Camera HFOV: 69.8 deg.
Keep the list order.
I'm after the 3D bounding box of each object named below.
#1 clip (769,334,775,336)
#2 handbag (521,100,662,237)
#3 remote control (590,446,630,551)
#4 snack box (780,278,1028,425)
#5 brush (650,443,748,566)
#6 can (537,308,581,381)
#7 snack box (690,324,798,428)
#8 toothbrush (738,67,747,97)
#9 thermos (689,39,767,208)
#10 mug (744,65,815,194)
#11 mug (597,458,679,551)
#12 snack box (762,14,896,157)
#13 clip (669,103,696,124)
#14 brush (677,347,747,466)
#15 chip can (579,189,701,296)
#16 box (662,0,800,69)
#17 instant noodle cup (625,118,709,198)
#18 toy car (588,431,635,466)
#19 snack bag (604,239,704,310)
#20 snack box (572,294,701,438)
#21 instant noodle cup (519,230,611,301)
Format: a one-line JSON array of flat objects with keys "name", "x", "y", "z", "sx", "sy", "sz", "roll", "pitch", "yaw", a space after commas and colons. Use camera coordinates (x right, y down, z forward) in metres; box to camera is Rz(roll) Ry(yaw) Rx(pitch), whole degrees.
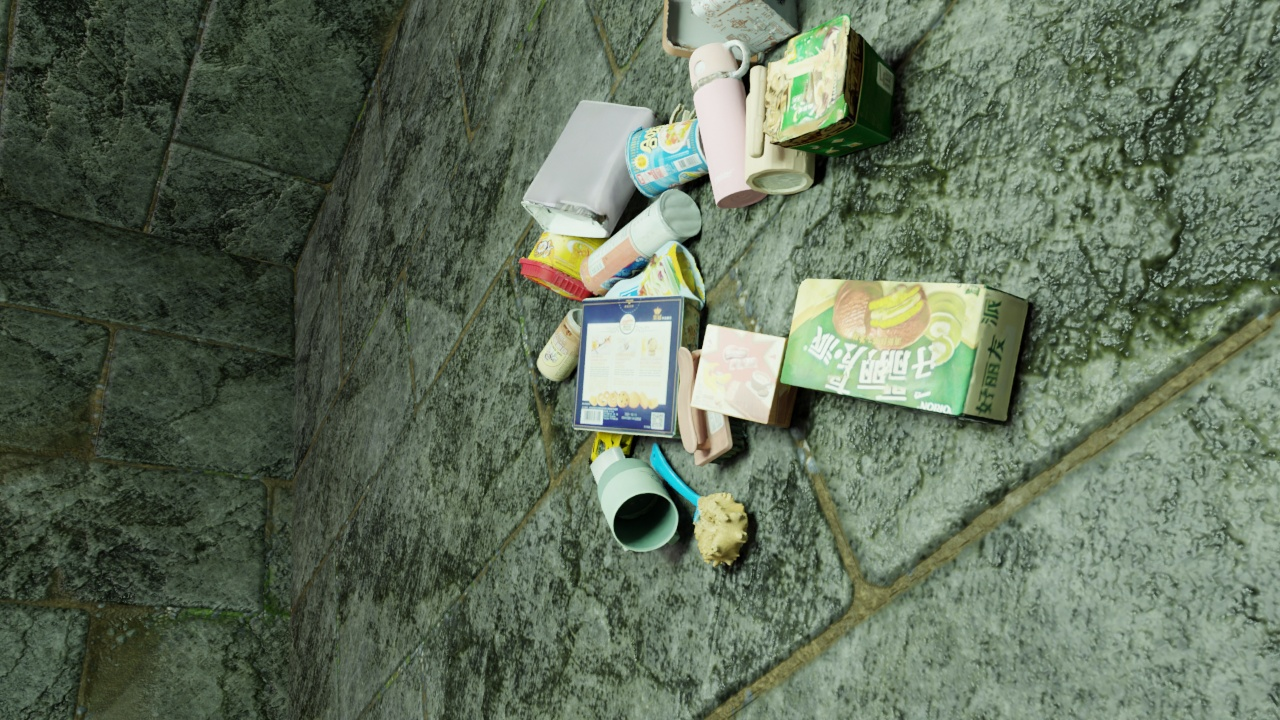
[{"name": "clip", "x": 0.145, "y": -0.002, "z": 1.061, "sx": 0.028, "sy": 0.024, "sz": 0.056, "roll": -16, "pitch": 59, "yaw": 51}, {"name": "handbag", "x": -0.064, "y": -0.282, "z": 1.366, "sx": 0.145, "sy": 0.098, "sz": 0.196, "roll": 14, "pitch": 70, "yaw": 39}, {"name": "remote control", "x": -0.024, "y": 0.184, "z": 1.231, "sx": 0.056, "sy": 0.019, "sz": 0.135, "roll": -43, "pitch": 61, "yaw": 35}, {"name": "snack box", "x": 0.240, "y": -0.015, "z": 0.872, "sx": 0.240, "sy": 0.063, "sz": 0.114, "roll": 12, "pitch": 90, "yaw": 58}, {"name": "brush", "x": 0.060, "y": 0.164, "z": 1.119, "sx": 0.254, "sy": 0.045, "sz": 0.083, "roll": -137, "pitch": 55, "yaw": -60}, {"name": "can", "x": -0.113, "y": -0.024, "z": 1.445, "sx": 0.117, "sy": 0.058, "sz": 0.058, "roll": -52, "pitch": 39, "yaw": 34}, {"name": "snack box", "x": 0.119, "y": 0.017, "z": 1.008, "sx": 0.093, "sy": 0.077, "sz": 0.094, "roll": 12, "pitch": 90, "yaw": 28}, {"name": "toothbrush", "x": 0.128, "y": -0.328, "z": 1.203, "sx": 0.027, "sy": 0.026, "sz": 0.212, "roll": 86, "pitch": -174, "yaw": -75}, {"name": "thermos", "x": 0.113, "y": -0.295, "z": 1.133, "sx": 0.087, "sy": 0.067, "sz": 0.198, "roll": -18, "pitch": 78, "yaw": 42}, {"name": "mug", "x": 0.154, "y": -0.259, "z": 1.047, "sx": 0.084, "sy": 0.124, "sz": 0.103, "roll": -2, "pitch": 77, "yaw": 28}, {"name": "mug", "x": 0.003, "y": 0.184, "z": 1.145, "sx": 0.082, "sy": 0.111, "sz": 0.106, "roll": -47, "pitch": 23, "yaw": 4}, {"name": "snack box", "x": 0.210, "y": -0.278, "z": 0.976, "sx": 0.118, "sy": 0.105, "sz": 0.118, "roll": -5, "pitch": 76, "yaw": 54}, {"name": "clip", "x": 0.058, "y": -0.307, "z": 1.299, "sx": 0.076, "sy": 0.034, "sz": 0.104, "roll": 48, "pitch": 124, "yaw": 53}, {"name": "brush", "x": 0.078, "y": 0.050, "z": 1.100, "sx": 0.063, "sy": 0.073, "sz": 0.145, "roll": -40, "pitch": 45, "yaw": 46}, {"name": "chip can", "x": -0.005, "y": -0.163, "z": 1.310, "sx": 0.215, "sy": 0.071, "sz": 0.071, "roll": -30, "pitch": 54, "yaw": 50}, {"name": "box", "x": 0.106, "y": -0.482, "z": 1.180, "sx": 0.158, "sy": 0.148, "sz": 0.181, "roll": -16, "pitch": 64, "yaw": 38}, {"name": "instant noodle cup", "x": 0.051, "y": -0.278, "z": 1.231, "sx": 0.110, "sy": 0.099, "sz": 0.099, "roll": -7, "pitch": 72, "yaw": 37}, {"name": "toy car", "x": -0.030, "y": 0.089, "z": 1.289, "sx": 0.071, "sy": 0.041, "sz": 0.156, "roll": 38, "pitch": 110, "yaw": 56}, {"name": "snack bag", "x": 0.012, "y": -0.079, "z": 1.274, "sx": 0.192, "sy": 0.038, "sz": 0.110, "roll": -35, "pitch": 78, "yaw": 46}, {"name": "snack box", "x": -0.007, "y": 0.007, "z": 1.218, "sx": 0.178, "sy": 0.045, "sz": 0.182, "roll": 2, "pitch": 85, "yaw": 41}, {"name": "instant noodle cup", "x": -0.112, "y": -0.170, "z": 1.457, "sx": 0.116, "sy": 0.116, "sz": 0.123, "roll": 19, "pitch": 83, "yaw": 59}]
